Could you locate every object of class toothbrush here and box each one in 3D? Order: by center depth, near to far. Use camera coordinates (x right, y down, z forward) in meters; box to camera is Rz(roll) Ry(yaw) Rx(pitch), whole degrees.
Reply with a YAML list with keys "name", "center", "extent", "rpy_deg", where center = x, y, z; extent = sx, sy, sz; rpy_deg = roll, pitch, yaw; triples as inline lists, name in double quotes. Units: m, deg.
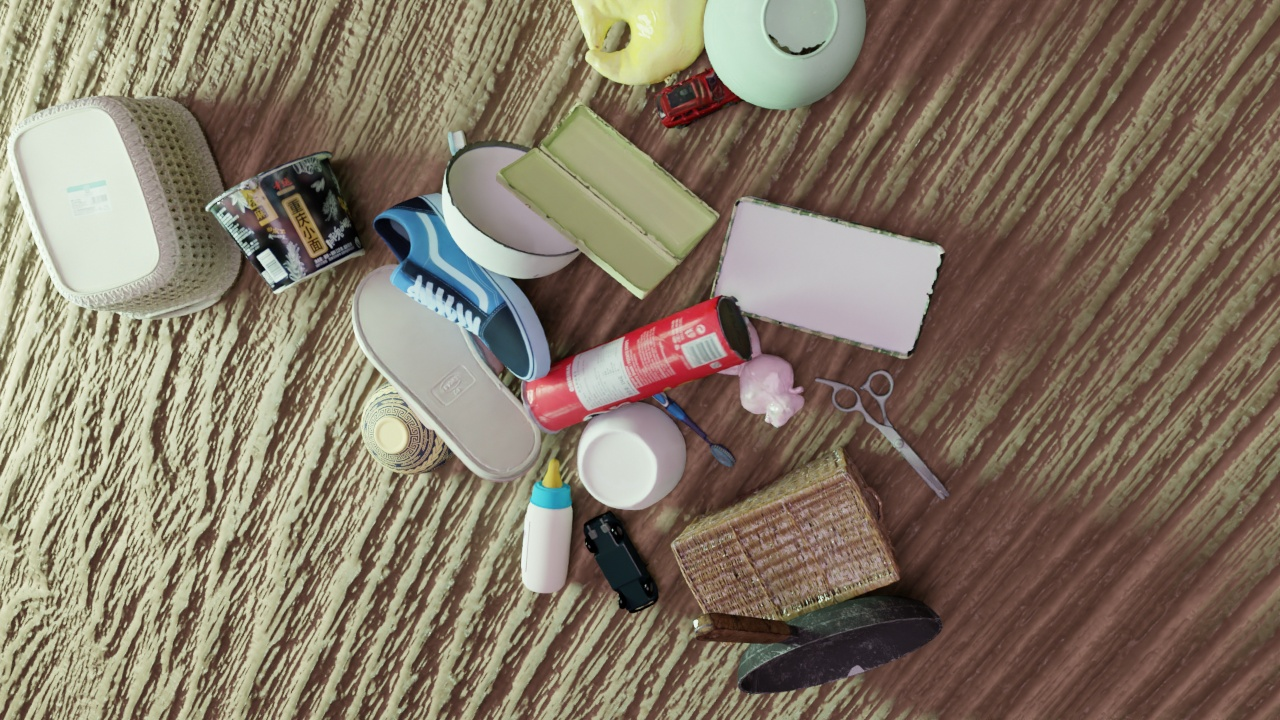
- name: "toothbrush"
  center: [0.028, 0.046, 0.957]
  extent: [0.189, 0.017, 0.016]
  rpy_deg: [42, 107, 3]
- name: "toothbrush"
  center: [-0.180, -0.153, 0.974]
  extent: [0.016, 0.016, 0.180]
  rpy_deg: [-8, 97, 6]

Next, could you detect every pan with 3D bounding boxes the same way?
- name: "pan"
  center: [0.143, 0.247, 0.826]
  extent: [0.208, 0.356, 0.040]
  rpy_deg: [-31, 54, 23]

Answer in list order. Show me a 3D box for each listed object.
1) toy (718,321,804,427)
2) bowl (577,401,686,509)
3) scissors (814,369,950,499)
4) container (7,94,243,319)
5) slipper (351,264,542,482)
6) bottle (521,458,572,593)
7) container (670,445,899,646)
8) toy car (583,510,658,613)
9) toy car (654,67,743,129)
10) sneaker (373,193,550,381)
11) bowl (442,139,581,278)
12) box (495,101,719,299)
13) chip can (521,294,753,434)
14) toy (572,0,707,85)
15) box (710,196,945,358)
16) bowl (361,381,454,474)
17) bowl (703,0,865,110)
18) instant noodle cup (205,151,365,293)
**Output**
- name: "toy"
  center: [0.117, 0.014, 0.916]
  extent: [0.064, 0.047, 0.110]
  rpy_deg: [-42, 77, 13]
- name: "bowl"
  center: [-0.014, 0.103, 0.952]
  extent: [0.116, 0.065, 0.116]
  rpy_deg: [2, 100, 14]
- name: "scissors"
  center: [0.240, 0.076, 0.913]
  extent: [0.095, 0.014, 0.170]
  rpy_deg: [-18, 92, 14]
- name: "container"
  center: [-0.559, -0.167, 0.998]
  extent: [0.184, 0.143, 0.246]
  rpy_deg: [-17, 95, 2]
- name: "slipper"
  center: [-0.205, 0.014, 0.969]
  extent: [0.114, 0.054, 0.274]
  rpy_deg: [-36, 79, -16]
- name: "bottle"
  center: [-0.099, 0.176, 0.993]
  extent: [0.051, 0.051, 0.146]
  rpy_deg: [8, 101, 12]
- name: "container"
  center: [0.144, 0.178, 0.902]
  extent: [0.199, 0.112, 0.114]
  rpy_deg: [-27, 92, 16]
- name: "toy car"
  center: [-0.021, 0.217, 0.989]
  extent: [0.046, 0.034, 0.112]
  rpy_deg: [-29, 91, 16]
- name: "toy car"
  center: [0.058, -0.258, 0.890]
  extent: [0.091, 0.036, 0.042]
  rpy_deg: [-20, 93, 10]
- name: "sneaker"
  center: [-0.190, -0.062, 0.921]
  extent: [0.241, 0.098, 0.084]
  rpy_deg: [51, 144, 17]
- name: "bowl"
  center: [-0.126, -0.138, 0.905]
  extent: [0.153, 0.153, 0.073]
  rpy_deg: [39, 134, 4]
- name: "box"
  center: [-0.031, -0.155, 0.899]
  extent: [0.187, 0.140, 0.044]
  rpy_deg: [38, 150, 3]
- name: "chip can"
  center: [-0.005, 0.005, 0.906]
  extent: [0.234, 0.073, 0.073]
  rpy_deg: [-21, 94, 27]
- name: "toy"
  center: [0.008, -0.349, 0.868]
  extent: [0.155, 0.064, 0.170]
  rpy_deg: [-15, 102, 8]
- name: "box"
  center: [0.178, -0.082, 0.884]
  extent: [0.205, 0.049, 0.118]
  rpy_deg: [14, 100, 11]
- name: "bowl"
  center: [-0.260, 0.075, 1.009]
  extent: [0.112, 0.061, 0.112]
  rpy_deg: [2, 100, 13]
- name: "bowl"
  center: [0.135, -0.303, 0.823]
  extent: [0.151, 0.077, 0.151]
  rpy_deg: [-1, 105, -2]
- name: "instant noodle cup"
  center: [-0.365, -0.140, 0.968]
  extent: [0.137, 0.137, 0.112]
  rpy_deg: [-22, 103, 16]
